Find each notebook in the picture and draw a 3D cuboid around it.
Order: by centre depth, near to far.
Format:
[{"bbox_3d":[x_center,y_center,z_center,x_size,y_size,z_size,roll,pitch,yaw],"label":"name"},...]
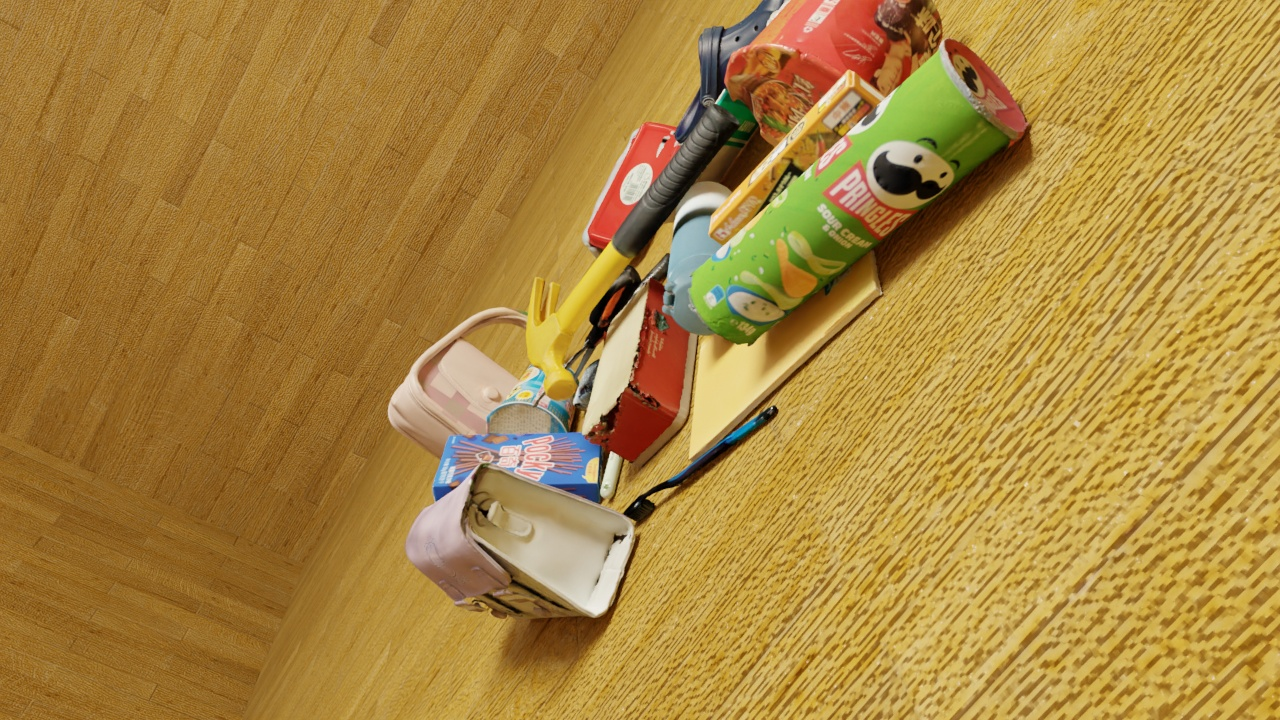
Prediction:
[{"bbox_3d":[0.103,-0.029,0.698,0.207,0.010,0.145,-48,20,36],"label":"notebook"},{"bbox_3d":[0.068,-0.204,0.937,0.151,0.012,0.208,-55,-8,20],"label":"notebook"}]

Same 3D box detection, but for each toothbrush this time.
[{"bbox_3d":[0.042,0.082,0.695,0.190,0.016,0.014,-42,15,41],"label":"toothbrush"},{"bbox_3d":[-0.015,0.054,0.893,0.020,0.029,0.189,75,-158,-47],"label":"toothbrush"}]

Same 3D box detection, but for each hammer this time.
[{"bbox_3d":[-0.015,-0.104,0.837,0.301,0.032,0.128,-50,43,25],"label":"hammer"}]

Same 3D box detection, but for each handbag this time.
[{"bbox_3d":[-0.113,0.162,0.781,0.197,0.145,0.098,-33,29,59],"label":"handbag"},{"bbox_3d":[-0.183,0.031,1.161,0.094,0.193,0.233,-38,18,48],"label":"handbag"}]

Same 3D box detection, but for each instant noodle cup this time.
[{"bbox_3d":[0.151,-0.221,0.681,0.108,0.138,0.138,-55,15,-11],"label":"instant noodle cup"},{"bbox_3d":[-0.117,0.055,1.074,0.099,0.099,0.109,-49,13,35],"label":"instant noodle cup"}]

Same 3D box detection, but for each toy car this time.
[{"bbox_3d":[-0.049,0.022,1.022,0.106,0.031,0.048,-37,26,57],"label":"toy car"}]

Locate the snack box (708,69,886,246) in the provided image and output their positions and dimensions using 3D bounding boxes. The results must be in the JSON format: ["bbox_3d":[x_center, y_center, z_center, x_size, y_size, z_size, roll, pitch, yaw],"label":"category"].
[{"bbox_3d":[0.123,-0.123,0.645,0.154,0.075,0.026,-45,22,39],"label":"snack box"}]

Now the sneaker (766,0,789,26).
[{"bbox_3d":[0.153,-0.292,0.847,0.118,0.088,0.240,-53,19,25],"label":"sneaker"}]

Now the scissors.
[{"bbox_3d":[-0.034,-0.038,0.976,0.232,0.021,0.221,-47,-7,-18],"label":"scissors"}]

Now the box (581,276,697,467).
[{"bbox_3d":[-0.005,0.005,0.841,0.092,0.077,0.168,-48,20,37],"label":"box"}]

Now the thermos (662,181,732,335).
[{"bbox_3d":[0.059,-0.093,0.815,0.070,0.070,0.220,-52,15,27],"label":"thermos"}]

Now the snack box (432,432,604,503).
[{"bbox_3d":[-0.115,0.104,0.889,0.084,0.157,0.026,-89,-3,-60],"label":"snack box"}]

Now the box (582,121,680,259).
[{"bbox_3d":[-0.001,-0.216,1.239,0.100,0.095,0.201,67,-136,-62],"label":"box"}]

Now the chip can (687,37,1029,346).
[{"bbox_3d":[0.129,-0.097,0.597,0.237,0.072,0.072,-41,25,39],"label":"chip can"}]

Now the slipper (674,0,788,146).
[{"bbox_3d":[0.106,-0.359,1.096,0.254,0.095,0.104,-48,23,45],"label":"slipper"}]
